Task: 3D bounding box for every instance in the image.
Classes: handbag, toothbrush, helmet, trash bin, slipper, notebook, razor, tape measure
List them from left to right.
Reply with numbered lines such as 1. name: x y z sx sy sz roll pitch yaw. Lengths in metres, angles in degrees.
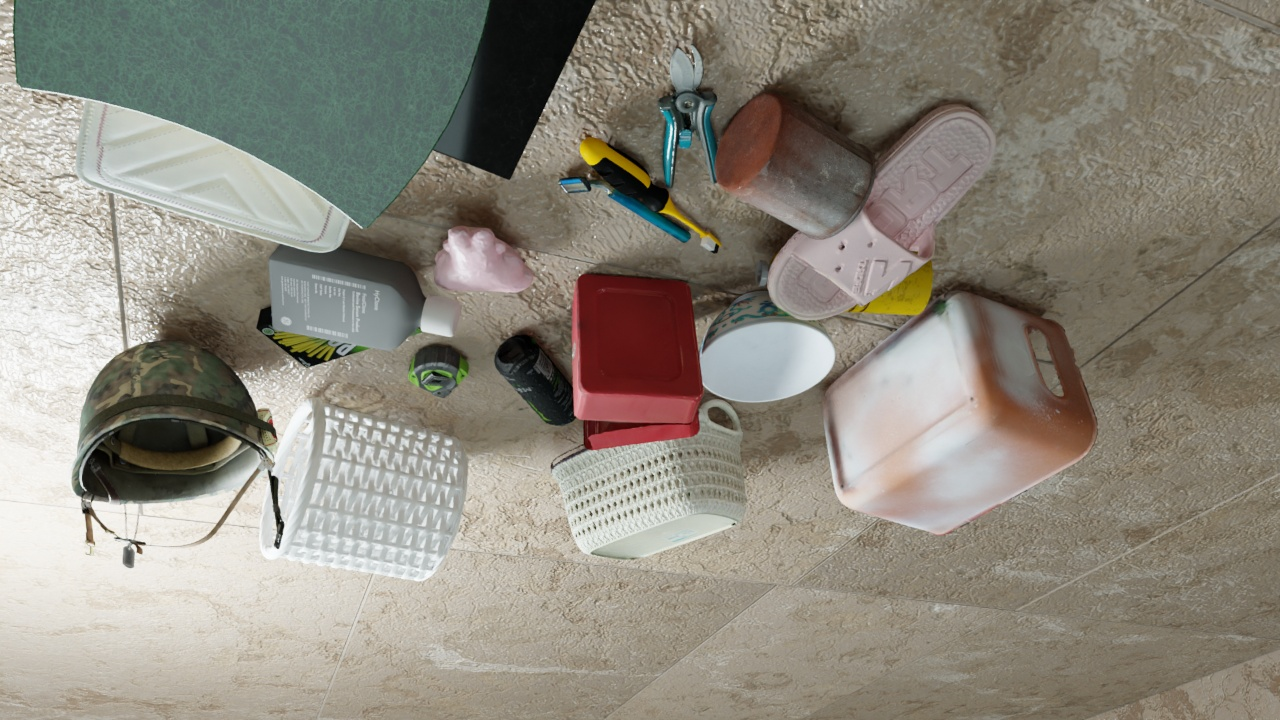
1. helmet: -0.488 0.103 0.972 0.192 0.236 0.225 -13 143 -11
2. handbag: -0.311 -0.184 0.707 0.198 0.096 0.142 17 123 -25
3. notebook: -0.164 -0.243 0.648 0.231 0.019 0.169 18 119 -27
4. tape measure: -0.230 0.014 1.038 0.058 0.035 0.066 23 138 -31
5. razor: -0.008 -0.143 0.852 0.143 0.022 0.042 21 176 -36
6. toothbrush: 0.015 -0.148 0.839 0.031 0.030 0.196 -1 159 43
7. slipper: 0.216 -0.117 0.808 0.094 0.064 0.240 35 113 -22
8. trash bin: 0.340 0.061 1.030 0.157 0.181 0.261 17 141 -24

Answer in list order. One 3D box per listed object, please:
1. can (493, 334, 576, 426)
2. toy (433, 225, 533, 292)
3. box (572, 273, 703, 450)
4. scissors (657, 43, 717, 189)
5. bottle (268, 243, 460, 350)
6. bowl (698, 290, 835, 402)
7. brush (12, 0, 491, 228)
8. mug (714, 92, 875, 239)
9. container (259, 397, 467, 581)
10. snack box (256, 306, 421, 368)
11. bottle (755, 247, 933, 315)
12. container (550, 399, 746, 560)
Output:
1. can: -0.115 0.025 1.047 0.054 0.053 0.138 -14 143 15
2. toy: -0.155 -0.097 0.872 0.099 0.052 0.096 1 152 2
3. box: -0.005 -0.005 0.930 0.136 0.157 0.117 -6 140 2
4. scissors: 0.038 -0.198 0.778 0.130 0.019 0.151 23 138 -33
5. bottle: -0.262 -0.057 0.883 0.174 0.046 0.084 12 126 -2
6. bowl: 0.129 -0.026 0.978 0.144 0.074 0.144 -2 145 -2
7. brush: -0.238 -0.221 0.583 0.250 0.075 0.195 22 118 -29
8. mug: 0.120 -0.163 0.787 0.110 0.096 0.123 27 165 -28
9. container: -0.332 0.159 1.103 0.186 0.189 0.190 19 139 -30
10. snack box: -0.314 -0.041 0.962 0.148 0.025 0.080 -15 143 16
11. bottle: 0.197 -0.083 0.907 0.163 0.071 0.071 2 144 -8
12. container: 0.016 0.160 1.172 0.252 0.143 0.184 -25 153 28
